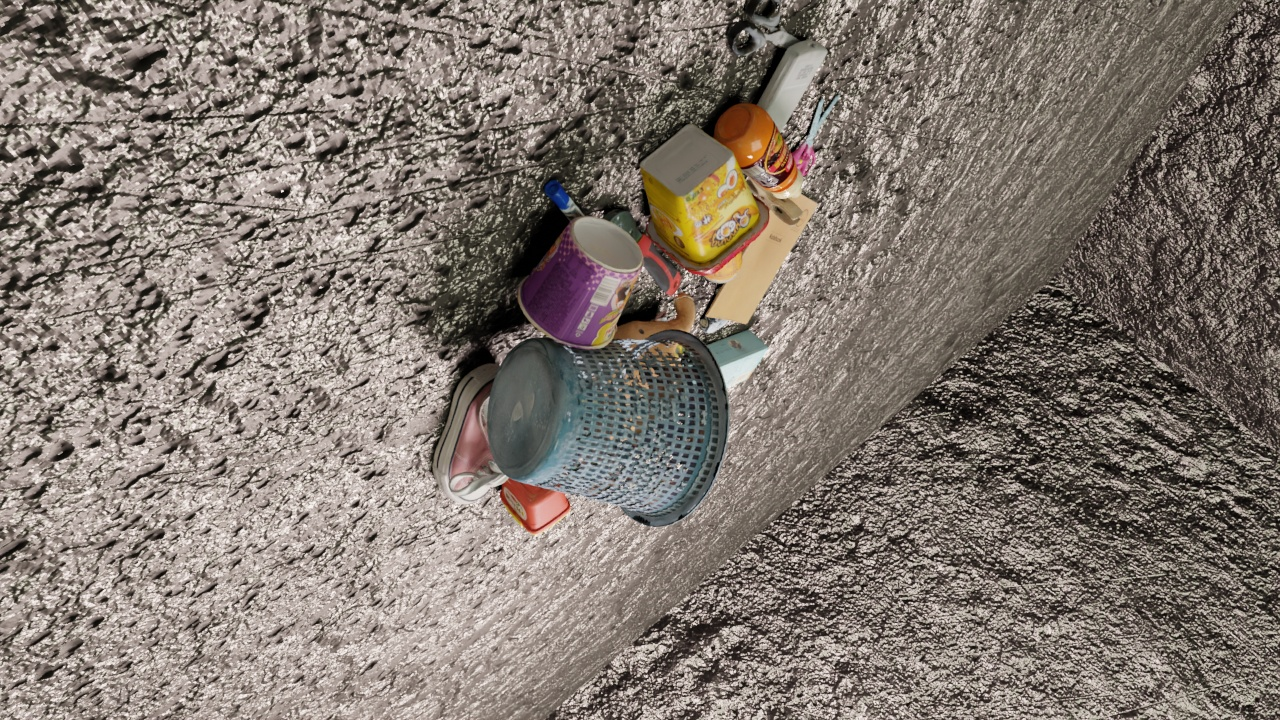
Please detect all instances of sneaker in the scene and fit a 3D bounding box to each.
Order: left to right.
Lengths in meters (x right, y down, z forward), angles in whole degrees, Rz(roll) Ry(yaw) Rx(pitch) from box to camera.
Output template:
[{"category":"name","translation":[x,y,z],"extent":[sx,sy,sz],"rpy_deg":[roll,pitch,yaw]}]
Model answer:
[{"category":"sneaker","translation":[-0.182,0.109,1.091],"extent":[0.118,0.088,0.242],"rpy_deg":[-27,152,-37]}]

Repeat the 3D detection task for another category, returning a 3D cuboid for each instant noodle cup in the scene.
[{"category":"instant noodle cup","translation":[-0.055,-0.084,0.925],"extent":[0.111,0.111,0.099],"rpy_deg":[-17,149,-49]},{"category":"instant noodle cup","translation":[0.062,-0.175,0.986],"extent":[0.116,0.116,0.124],"rpy_deg":[-40,147,-8]}]

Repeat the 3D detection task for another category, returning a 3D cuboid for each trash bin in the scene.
[{"category":"trash bin","translation":[-0.049,0.061,0.995],"extent":[0.194,0.226,0.227],"rpy_deg":[11,125,-37]}]

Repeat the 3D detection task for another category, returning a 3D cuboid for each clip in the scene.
[{"category":"clip","translation":[0.149,-0.209,1.098],"extent":[0.035,0.102,0.095],"rpy_deg":[-32,130,-24]}]

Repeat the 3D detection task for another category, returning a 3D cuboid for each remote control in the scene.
[{"category":"remote control","translation":[0.154,-0.291,1.030],"extent":[0.058,0.021,0.150],"rpy_deg":[-24,155,-39]}]

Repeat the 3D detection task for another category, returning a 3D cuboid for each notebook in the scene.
[{"category":"notebook","translation":[0.175,-0.146,1.309],"extent":[0.208,0.008,0.147],"rpy_deg":[-60,155,13]}]

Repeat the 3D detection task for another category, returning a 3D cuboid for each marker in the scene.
[{"category":"marker","translation":[-0.064,-0.144,0.932],"extent":[0.017,0.017,0.146],"rpy_deg":[-44,158,1]}]

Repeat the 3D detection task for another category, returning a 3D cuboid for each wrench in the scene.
[{"category":"wrench","translation":[0.005,-0.122,1.079],"extent":[0.056,0.016,0.273],"rpy_deg":[-67,159,-1]}]

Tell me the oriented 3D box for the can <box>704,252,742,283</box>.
[{"category":"can","translation":[0.095,-0.152,1.139],"extent":[0.058,0.058,0.146],"rpy_deg":[-41,158,-8]}]

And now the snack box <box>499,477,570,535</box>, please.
[{"category":"snack box","translation":[-0.149,0.183,1.287],"extent":[0.081,0.091,0.080],"rpy_deg":[-34,149,-25]}]

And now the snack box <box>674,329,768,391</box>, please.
[{"category":"snack box","translation":[0.131,0.008,1.502],"extent":[0.174,0.051,0.074],"rpy_deg":[-20,147,-47]}]

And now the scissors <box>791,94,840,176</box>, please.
[{"category":"scissors","translation":[0.221,-0.283,1.182],"extent":[0.107,0.017,0.136],"rpy_deg":[-2,131,-57]}]

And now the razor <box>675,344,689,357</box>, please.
[{"category":"razor","translation":[0.022,0.003,1.335],"extent":[0.132,0.028,0.043],"rpy_deg":[-32,133,-34]}]

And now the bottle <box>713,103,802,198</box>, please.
[{"category":"bottle","translation":[0.141,-0.225,1.027],"extent":[0.067,0.066,0.149],"rpy_deg":[-47,138,9]}]

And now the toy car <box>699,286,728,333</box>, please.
[{"category":"toy car","translation":[0.124,-0.078,1.361],"extent":[0.048,0.031,0.106],"rpy_deg":[-23,151,-41]}]

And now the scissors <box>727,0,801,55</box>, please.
[{"category":"scissors","translation":[0.149,-0.342,0.948],"extent":[0.175,0.014,0.133],"rpy_deg":[-32,157,-29]}]

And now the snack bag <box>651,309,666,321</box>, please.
[{"category":"snack bag","translation":[0.024,-0.036,1.269],"extent":[0.045,0.026,0.105],"rpy_deg":[-34,154,-6]}]

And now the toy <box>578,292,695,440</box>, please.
[{"category":"toy","translation":[-0.007,0.007,1.207],"extent":[0.143,0.082,0.226],"rpy_deg":[17,111,-44]}]
